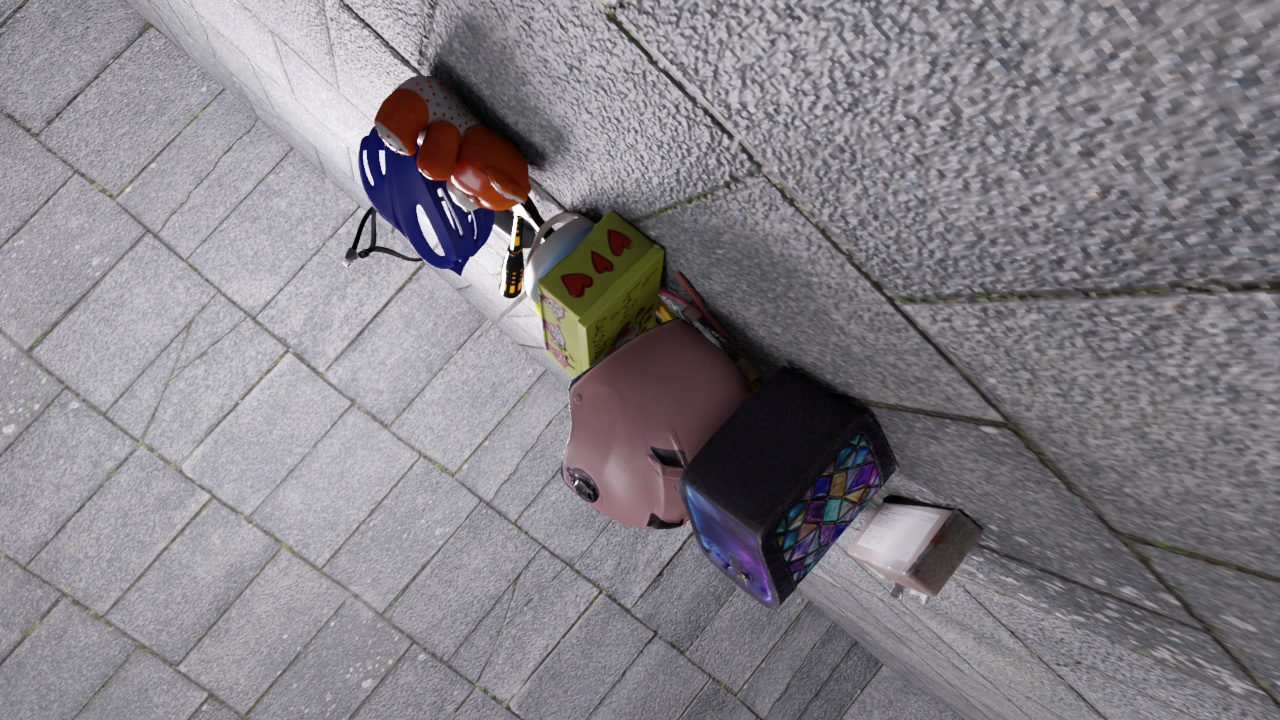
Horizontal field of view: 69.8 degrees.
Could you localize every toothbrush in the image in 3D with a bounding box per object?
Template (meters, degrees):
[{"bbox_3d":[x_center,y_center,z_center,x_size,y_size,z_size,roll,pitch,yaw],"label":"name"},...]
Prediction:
[{"bbox_3d":[0.084,-0.036,1.008,0.184,0.015,0.015,49,174,-37],"label":"toothbrush"},{"bbox_3d":[-0.186,-0.086,1.351,0.010,0.181,0.010,36,167,45],"label":"toothbrush"},{"bbox_3d":[0.014,-0.088,1.040,0.135,0.016,0.022,38,163,10],"label":"toothbrush"}]

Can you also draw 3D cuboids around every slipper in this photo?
[{"bbox_3d":[-0.094,-0.119,1.101,0.080,0.113,0.266,50,179,12],"label":"slipper"}]

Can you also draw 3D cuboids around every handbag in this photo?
[{"bbox_3d":[0.159,0.141,0.979,0.125,0.204,0.222,34,164,36],"label":"handbag"}]

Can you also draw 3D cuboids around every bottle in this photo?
[{"bbox_3d":[-0.172,-0.181,1.312,0.113,0.030,0.030,37,171,22],"label":"bottle"}]

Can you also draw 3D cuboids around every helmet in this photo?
[{"bbox_3d":[-0.299,-0.199,1.140,0.147,0.228,0.242,-85,-24,-44],"label":"helmet"},{"bbox_3d":[0.039,0.090,1.041,0.152,0.229,0.256,31,130,35],"label":"helmet"}]

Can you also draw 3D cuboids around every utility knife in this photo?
[{"bbox_3d":[0.049,-0.033,1.111,0.218,0.019,0.030,49,169,-27],"label":"utility knife"}]

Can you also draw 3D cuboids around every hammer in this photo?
[{"bbox_3d":[-0.174,-0.157,1.265,0.123,0.036,0.321,51,162,6],"label":"hammer"}]

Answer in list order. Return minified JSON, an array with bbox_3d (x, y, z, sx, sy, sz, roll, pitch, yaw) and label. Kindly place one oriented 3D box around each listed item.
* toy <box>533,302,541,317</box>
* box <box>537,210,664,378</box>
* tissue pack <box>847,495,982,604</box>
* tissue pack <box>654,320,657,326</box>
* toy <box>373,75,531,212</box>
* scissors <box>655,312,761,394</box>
[{"bbox_3d":[-0.071,-0.043,1.407,0.194,0.087,0.134,43,-170,7],"label":"toy"},{"bbox_3d":[-0.044,-0.057,1.013,0.082,0.124,0.221,41,162,9],"label":"box"},{"bbox_3d":[0.307,0.215,1.038,0.071,0.103,0.181,39,171,-7],"label":"tissue pack"},{"bbox_3d":[-0.007,0.007,1.191,0.112,0.070,0.181,48,-154,-38],"label":"tissue pack"},{"bbox_3d":[-0.194,-0.223,0.982,0.172,0.093,0.163,38,-166,-13],"label":"toy"},{"bbox_3d":[0.078,-0.010,1.161,0.228,0.016,0.134,39,171,10],"label":"scissors"}]
